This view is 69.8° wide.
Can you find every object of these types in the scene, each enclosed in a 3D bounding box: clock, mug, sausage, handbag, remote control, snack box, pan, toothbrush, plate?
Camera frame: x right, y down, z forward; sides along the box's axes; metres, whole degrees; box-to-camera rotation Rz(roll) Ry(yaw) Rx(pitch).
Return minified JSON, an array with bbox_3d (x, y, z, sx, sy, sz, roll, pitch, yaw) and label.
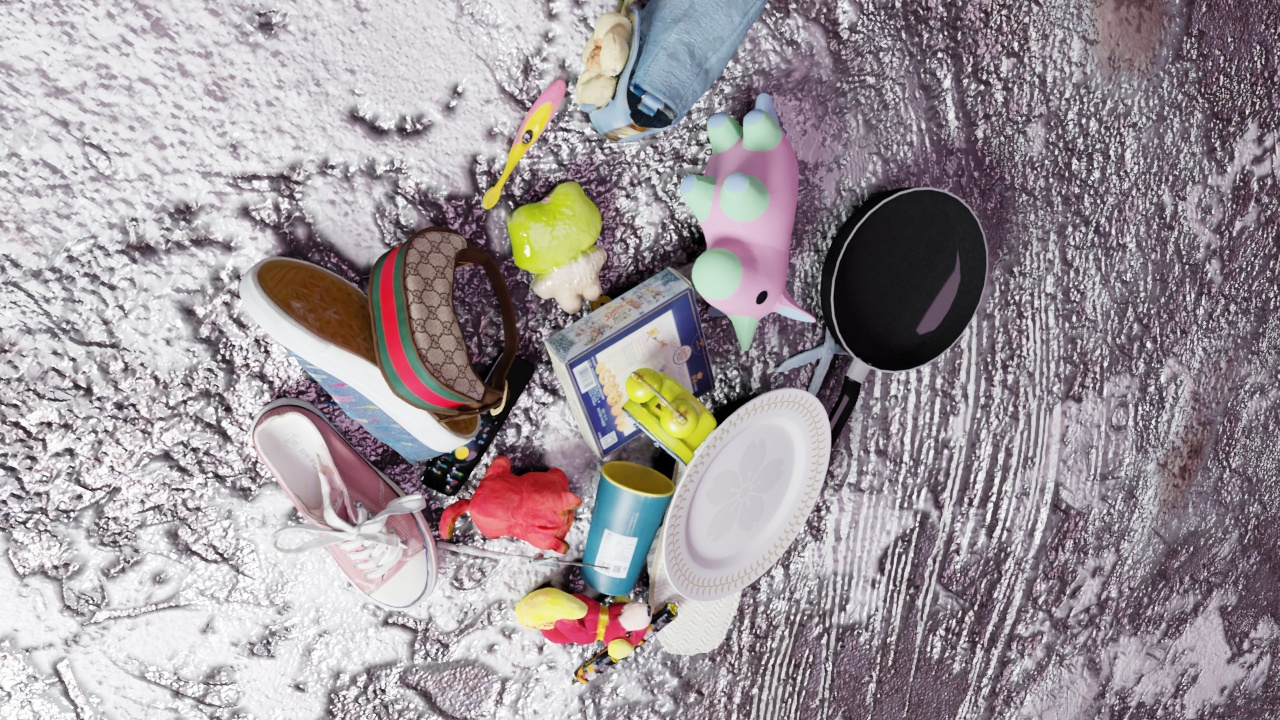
[{"bbox_3d":[0.024,0.050,0.850,0.057,0.083,0.119,-47,154,-5],"label":"clock"},{"bbox_3d":[-0.019,0.174,0.943,0.078,0.078,0.121,10,105,-27],"label":"mug"},{"bbox_3d":[-0.016,0.306,0.987,0.155,0.020,0.020,-40,120,14],"label":"sausage"},{"bbox_3d":[0.020,-0.283,0.800,0.118,0.122,0.192,37,87,-19],"label":"handbag"},{"bbox_3d":[-0.155,0.060,0.873,0.041,0.020,0.152,32,91,-30],"label":"remote control"},{"bbox_3d":[-0.005,0.005,0.890,0.145,0.042,0.144,-32,136,-15],"label":"snack box"},{"bbox_3d":[0.252,-0.021,1.011,0.204,0.044,0.356,24,97,-28],"label":"pan"},{"bbox_3d":[-0.106,-0.194,0.825,0.021,0.016,0.135,32,88,-27],"label":"toothbrush"},{"bbox_3d":[-0.159,-0.029,0.792,0.138,0.063,0.166,3,71,-49],"label":"handbag"},{"bbox_3d":[0.109,0.137,0.937,0.241,0.016,0.243,-22,127,-34],"label":"plate"}]

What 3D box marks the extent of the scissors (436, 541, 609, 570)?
[{"bbox_3d":[-0.114,0.191,0.888,0.175,0.142,0.014,8,74,4],"label":"scissors"}]

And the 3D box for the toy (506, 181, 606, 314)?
[{"bbox_3d":[-0.071,-0.101,0.852,0.092,0.043,0.118,-32,119,-16],"label":"toy"}]

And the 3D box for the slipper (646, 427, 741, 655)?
[{"bbox_3d":[0.064,0.196,0.997,0.114,0.054,0.273,-3,111,-21],"label":"slipper"}]

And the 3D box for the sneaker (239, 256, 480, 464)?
[{"bbox_3d":[-0.248,0.006,0.793,0.079,0.087,0.235,-34,119,26],"label":"sneaker"}]

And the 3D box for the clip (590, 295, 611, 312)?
[{"bbox_3d":[-0.034,-0.037,0.897,0.054,0.045,0.048,-14,135,-20],"label":"clip"}]

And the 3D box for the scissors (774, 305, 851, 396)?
[{"bbox_3d":[0.232,-0.020,1.036,0.168,0.014,0.170,15,98,-28],"label":"scissors"}]

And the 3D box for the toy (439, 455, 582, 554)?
[{"bbox_3d":[-0.122,0.143,0.872,0.132,0.094,0.088,-3,106,-23],"label":"toy"}]

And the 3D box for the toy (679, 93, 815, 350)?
[{"bbox_3d":[0.109,-0.138,0.893,0.171,0.120,0.221,45,59,-48],"label":"toy"}]

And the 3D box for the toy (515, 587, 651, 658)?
[{"bbox_3d":[-0.061,0.269,0.945,0.137,0.106,0.067,12,60,-13],"label":"toy"}]

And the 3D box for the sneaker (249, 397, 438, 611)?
[{"bbox_3d":[-0.253,0.139,0.811,0.118,0.088,0.241,-37,116,-11],"label":"sneaker"}]
